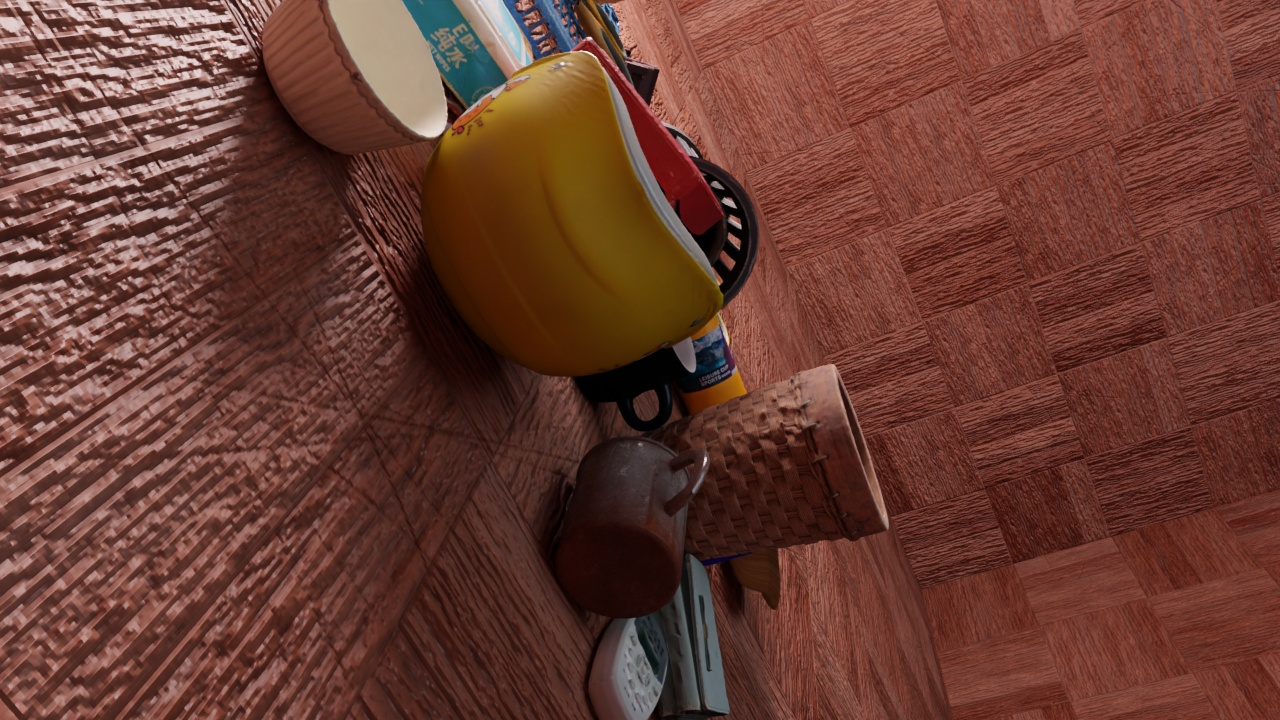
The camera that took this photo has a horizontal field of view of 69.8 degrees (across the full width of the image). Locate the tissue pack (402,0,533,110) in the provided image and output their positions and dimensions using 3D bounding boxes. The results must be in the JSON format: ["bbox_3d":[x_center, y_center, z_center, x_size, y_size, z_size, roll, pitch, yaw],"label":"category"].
[{"bbox_3d":[-0.147,-0.277,0.748,0.209,0.066,0.116,53,19,-42],"label":"tissue pack"}]

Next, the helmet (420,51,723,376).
[{"bbox_3d":[-0.073,-0.076,0.619,0.209,0.139,0.240,61,-17,-11],"label":"helmet"}]

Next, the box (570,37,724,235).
[{"bbox_3d":[-0.030,-0.151,0.738,0.157,0.126,0.137,54,3,15],"label":"box"}]

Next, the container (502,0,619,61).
[{"bbox_3d":[-0.104,-0.376,0.985,0.257,0.089,0.361,57,20,-36],"label":"container"}]

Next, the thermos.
[{"bbox_3d":[0.069,-0.026,1.102,0.233,0.091,0.076,67,-16,-13],"label":"thermos"}]

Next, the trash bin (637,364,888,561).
[{"bbox_3d":[0.094,0.106,0.812,0.151,0.210,0.151,-19,90,-75],"label":"trash bin"}]

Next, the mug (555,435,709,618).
[{"bbox_3d":[0.001,0.111,0.661,0.096,0.123,0.110,41,26,-20],"label":"mug"}]

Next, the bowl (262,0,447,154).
[{"bbox_3d":[-0.174,-0.175,0.547,0.115,0.063,0.115,-90,154,-51],"label":"bowl"}]

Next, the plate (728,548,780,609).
[{"bbox_3d":[0.113,0.188,1.024,0.184,0.036,0.184,169,-88,-85],"label":"plate"}]

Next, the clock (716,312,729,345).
[{"bbox_3d":[0.068,-0.040,1.191,0.118,0.057,0.083,34,37,-50],"label":"clock"}]

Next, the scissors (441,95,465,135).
[{"bbox_3d":[-0.126,-0.170,0.793,0.101,0.016,0.178,66,13,2],"label":"scissors"}]

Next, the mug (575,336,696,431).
[{"bbox_3d":[-0.005,0.005,0.821,0.085,0.095,0.121,25,47,-67],"label":"mug"}]

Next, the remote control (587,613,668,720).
[{"bbox_3d":[-0.008,0.221,0.661,0.114,0.028,0.060,-38,107,-74],"label":"remote control"}]

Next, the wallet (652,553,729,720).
[{"bbox_3d":[0.036,0.232,0.763,0.100,0.054,0.131,39,39,-59],"label":"wallet"}]

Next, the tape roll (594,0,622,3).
[{"bbox_3d":[-0.029,-0.405,0.927,0.094,0.094,0.027,32,40,-65],"label":"tape roll"}]

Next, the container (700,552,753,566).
[{"bbox_3d":[0.073,0.139,0.931,0.084,0.085,0.113,41,33,-57],"label":"container"}]

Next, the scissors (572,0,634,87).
[{"bbox_3d":[-0.058,-0.344,0.897,0.229,0.016,0.113,41,31,-57],"label":"scissors"}]

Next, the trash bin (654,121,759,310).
[{"bbox_3d":[0.016,-0.156,0.942,0.164,0.164,0.227,61,7,-26],"label":"trash bin"}]

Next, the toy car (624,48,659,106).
[{"bbox_3d":[-0.022,-0.356,1.165,0.169,0.061,0.070,-121,-135,-61],"label":"toy car"}]
